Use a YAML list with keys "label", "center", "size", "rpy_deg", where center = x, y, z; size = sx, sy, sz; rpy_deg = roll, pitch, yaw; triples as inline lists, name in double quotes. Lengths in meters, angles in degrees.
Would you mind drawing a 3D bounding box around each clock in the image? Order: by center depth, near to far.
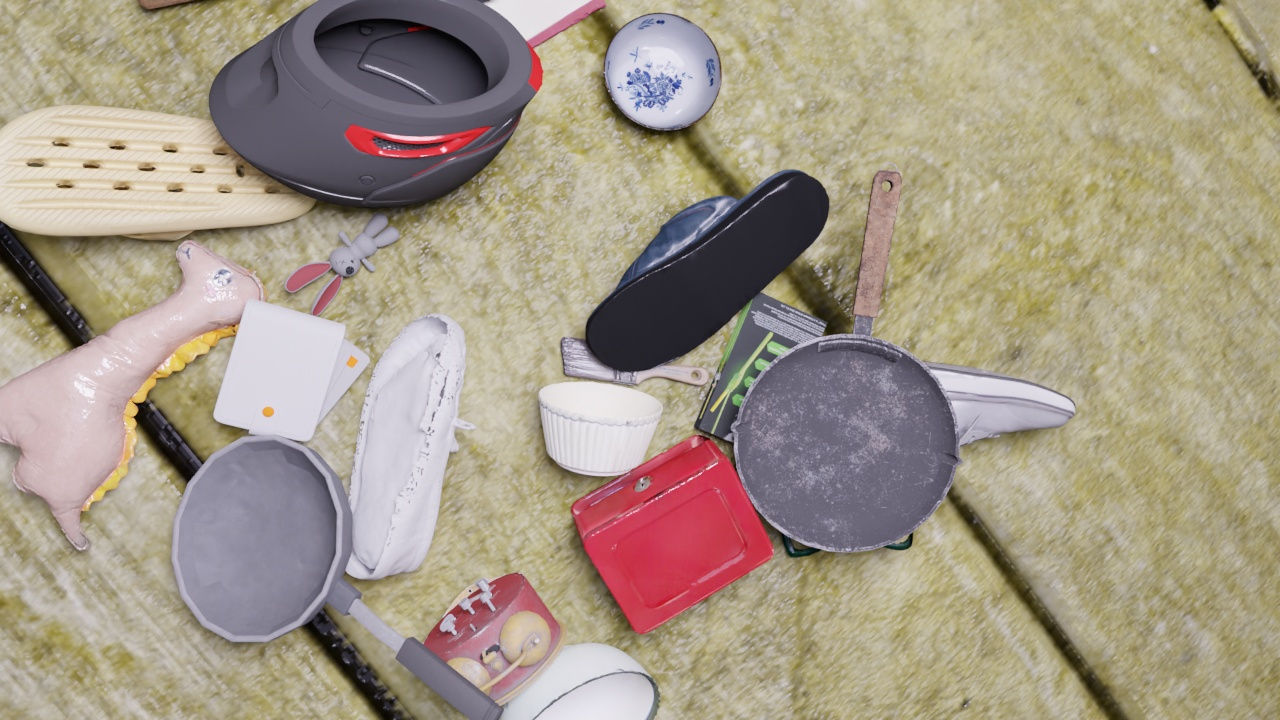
- label: "clock"
  center: [-0.134, 0.246, 0.808]
  size: [0.117, 0.159, 0.081]
  rpy_deg: [-34, 100, -8]

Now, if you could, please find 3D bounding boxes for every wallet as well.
- label: "wallet"
  center: [-0.313, 0.016, 0.833]
  size: [0.115, 0.037, 0.118]
  rpy_deg: [17, 98, -22]

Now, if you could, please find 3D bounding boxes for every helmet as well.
- label: "helmet"
  center: [-0.227, -0.214, 0.792]
  size: [0.264, 0.170, 0.164]
  rpy_deg: [0, 66, -17]

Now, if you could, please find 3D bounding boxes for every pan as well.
- label: "pan"
  center: [-0.256, 0.198, 0.780]
  size: [0.357, 0.041, 0.178]
  rpy_deg: [30, 90, 21]
- label: "pan"
  center: [0.200, 0.000, 0.845]
  size: [0.208, 0.040, 0.357]
  rpy_deg: [9, 96, 6]

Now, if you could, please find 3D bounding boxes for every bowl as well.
- label: "bowl"
  center: [-0.065, 0.317, 0.844]
  size: [0.153, 0.073, 0.154]
  rpy_deg: [-19, 131, -23]
- label: "bowl"
  center: [-0.040, 0.065, 0.854]
  size: [0.115, 0.115, 0.062]
  rpy_deg: [5, 103, -9]
- label: "bowl"
  center: [0.019, -0.274, 0.893]
  size: [0.114, 0.045, 0.114]
  rpy_deg: [0, 89, -9]

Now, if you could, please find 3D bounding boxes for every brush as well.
- label: "brush"
  center: [-0.005, 0.005, 0.904]
  size: [0.151, 0.012, 0.039]
  rpy_deg: [8, 88, -10]

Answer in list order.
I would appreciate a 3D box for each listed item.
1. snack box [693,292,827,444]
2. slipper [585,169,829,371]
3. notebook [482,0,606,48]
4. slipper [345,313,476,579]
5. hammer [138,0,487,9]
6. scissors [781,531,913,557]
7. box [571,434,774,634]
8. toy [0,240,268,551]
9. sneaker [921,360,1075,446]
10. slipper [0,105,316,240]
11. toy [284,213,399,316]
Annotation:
- label: "snack box"
  center: [0.120, 0.014, 0.916]
  size: [0.080, 0.025, 0.147]
  rpy_deg: [23, 86, -8]
- label: "slipper"
  center: [0.054, -0.095, 0.887]
  size: [0.265, 0.083, 0.109]
  rpy_deg: [-38, 131, 0]
- label: "notebook"
  center: [-0.160, -0.355, 0.884]
  size: [0.208, 0.012, 0.153]
  rpy_deg: [-34, 95, -7]
- label: "slipper"
  center: [-0.207, 0.079, 0.843]
  size: [0.112, 0.074, 0.246]
  rpy_deg: [10, 85, 22]
- label: "hammer"
  center: [-0.299, -0.370, 0.843]
  size: [0.321, 0.040, 0.129]
  rpy_deg: [-14, 87, -6]
- label: "scissors"
  center: [0.208, 0.101, 0.883]
  size: [0.142, 0.015, 0.210]
  rpy_deg: [7, 106, 17]
- label: "box"
  center: [0.031, 0.162, 0.861]
  size: [0.157, 0.112, 0.134]
  rpy_deg: [-31, 99, -8]
- label: "toy"
  center: [-0.440, 0.025, 0.820]
  size: [0.264, 0.065, 0.196]
  rpy_deg: [-32, 105, -15]
- label: "sneaker"
  center: [0.297, 0.067, 0.911]
  size: [0.263, 0.096, 0.129]
  rpy_deg: [3, 97, -1]
- label: "slipper"
  center: [-0.424, -0.160, 0.812]
  size: [0.261, 0.079, 0.111]
  rpy_deg: [-5, 87, -28]
- label: "toy"
  center: [-0.275, -0.092, 0.854]
  size: [0.111, 0.030, 0.049]
  rpy_deg: [-43, 124, -9]
